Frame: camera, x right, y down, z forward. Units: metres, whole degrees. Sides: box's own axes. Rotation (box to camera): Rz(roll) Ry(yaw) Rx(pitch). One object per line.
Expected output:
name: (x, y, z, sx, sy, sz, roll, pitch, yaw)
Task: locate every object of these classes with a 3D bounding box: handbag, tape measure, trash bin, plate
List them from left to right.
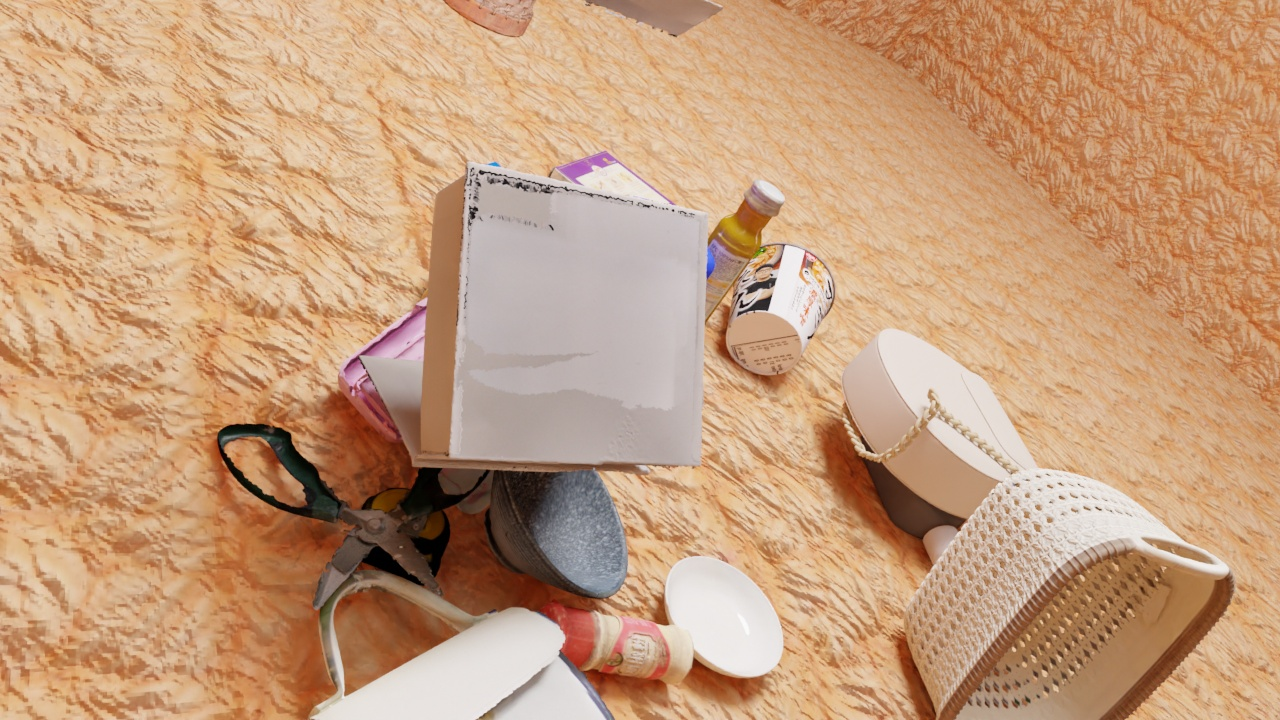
tape measure: (-0.157, 0.112, 0.605, 0.061, 0.034, 0.061, 25, 31, -14)
handbag: (-0.115, 0.182, 0.511, 0.176, 0.074, 0.151, 47, 33, 21)
trash bin: (-0.203, -0.635, 1.417, 0.151, 0.211, 0.151, 24, 33, -17)
plate: (0.058, 0.199, 0.697, 0.104, 0.026, 0.104, 23, 33, -17)
handbag: (0.317, 0.060, 0.965, 0.208, 0.104, 0.210, 22, 34, -27)

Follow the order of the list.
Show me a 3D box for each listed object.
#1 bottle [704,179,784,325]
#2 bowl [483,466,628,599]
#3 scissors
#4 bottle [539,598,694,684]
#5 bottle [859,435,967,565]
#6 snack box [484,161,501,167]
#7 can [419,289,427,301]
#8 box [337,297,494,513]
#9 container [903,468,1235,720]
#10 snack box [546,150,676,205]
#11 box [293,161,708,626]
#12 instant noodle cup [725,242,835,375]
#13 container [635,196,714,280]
bottle: (0.089, -0.111, 0.995, 0.053, 0.187, 0.053, 24, 33, -17)
bowl: (-0.072, 0.114, 0.645, 0.137, 0.057, 0.136, 49, 21, -26)
scissors: (-0.189, 0.079, 0.593, 0.203, 0.015, 0.201, 19, 30, 5)
bottle: (-0.018, 0.192, 0.620, 0.109, 0.044, 0.044, 18, 35, -26)
bottle: (0.299, 0.144, 0.979, 0.083, 0.046, 0.173, 20, 34, -23)
snack box: (-0.115, -0.114, 0.903, 0.151, 0.087, 0.034, 41, 32, 10)
can: (-0.136, -0.050, 0.827, 0.116, 0.057, 0.092, 25, 31, -16)
box: (-0.120, 0.010, 0.726, 0.152, 0.038, 0.200, 50, 52, -5)
container: (0.332, 0.209, 0.747, 0.184, 0.247, 0.142, 16, 27, -23)
snack box: (-0.028, -0.194, 1.141, 0.148, 0.041, 0.143, 39, 31, 7)
box: (-0.118, 0.053, 0.663, 0.167, 0.424, 0.173, 7, 58, -31)
instant noodle cup: (0.154, -0.053, 1.057, 0.123, 0.124, 0.121, 32, 40, -4)
container: (0.021, -0.117, 0.955, 0.096, 0.058, 0.114, 7, 40, -37)
